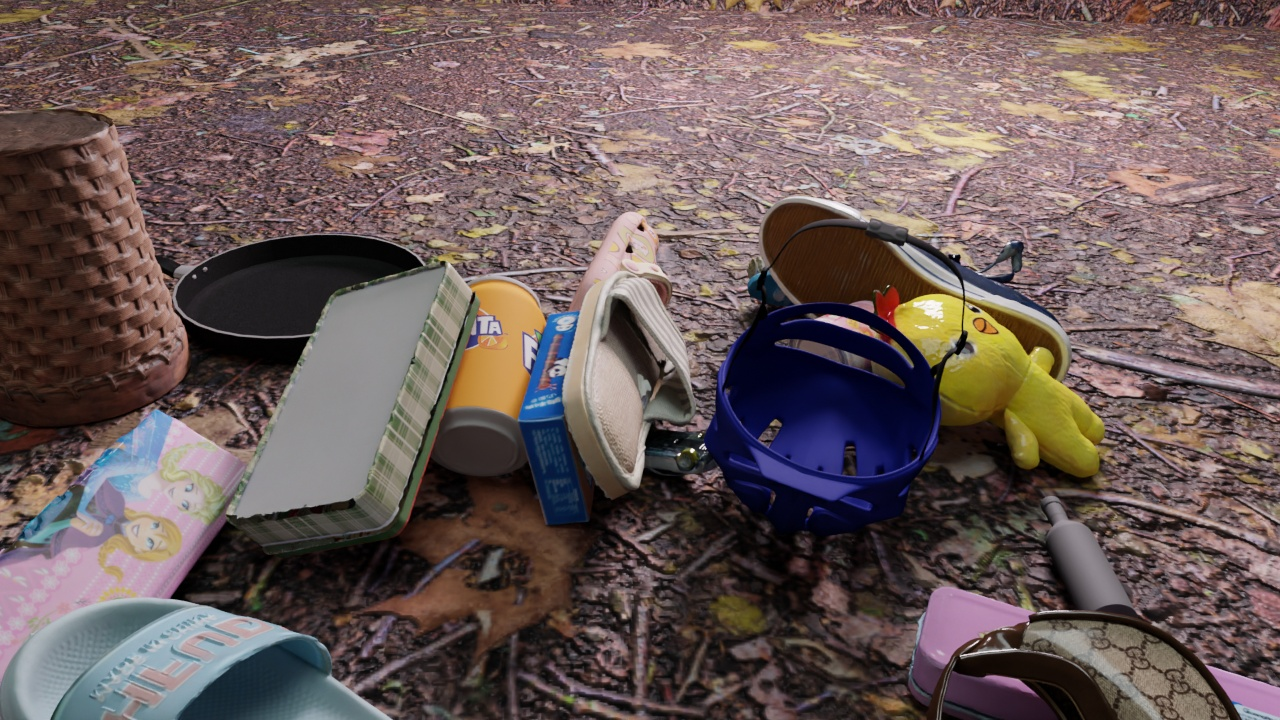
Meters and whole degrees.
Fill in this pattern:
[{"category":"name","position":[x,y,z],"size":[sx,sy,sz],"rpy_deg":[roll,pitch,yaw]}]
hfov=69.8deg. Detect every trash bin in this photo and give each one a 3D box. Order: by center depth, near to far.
[{"category":"trash bin","position":[-0.447,-0.076,0.703],"size":[0.151,0.210,0.151],"rpy_deg":[2,30,-1]}]

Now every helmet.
[{"category":"helmet","position":[0.131,0.001,0.599],"size":[0.148,0.228,0.240],"rpy_deg":[19,30,11]}]

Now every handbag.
[{"category":"handbag","position":[0.197,0.196,0.401],"size":[0.138,0.063,0.166],"rpy_deg":[-3,55,-4]}]

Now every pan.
[{"category":"pan","position":[-0.380,-0.073,0.877],"size":[0.356,0.034,0.224],"rpy_deg":[7,30,8]}]

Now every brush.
[{"category":"brush","position":[0.172,-0.070,0.901],"size":[0.136,0.055,0.075],"rpy_deg":[-1,52,-7]}]

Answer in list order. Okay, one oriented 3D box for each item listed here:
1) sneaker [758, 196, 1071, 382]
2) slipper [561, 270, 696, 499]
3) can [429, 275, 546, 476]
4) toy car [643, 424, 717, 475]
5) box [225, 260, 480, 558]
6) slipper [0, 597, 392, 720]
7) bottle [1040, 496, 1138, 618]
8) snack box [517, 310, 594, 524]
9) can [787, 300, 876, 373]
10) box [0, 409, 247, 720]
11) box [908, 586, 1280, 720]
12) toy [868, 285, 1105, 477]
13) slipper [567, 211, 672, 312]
[{"category":"sneaker","position":[0.252,-0.073,0.841],"size":[0.295,0.121,0.127],"rpy_deg":[29,28,16]},{"category":"slipper","position":[-0.004,0.004,0.668],"size":[0.054,0.114,0.272],"rpy_deg":[-27,16,19]},{"category":"can","position":[-0.112,0.010,0.677],"size":[0.079,0.079,0.142],"rpy_deg":[2,48,-1]},{"category":"toy car","position":[0.020,0.068,0.671],"size":[0.090,0.027,0.038],"rpy_deg":[3,24,34]},{"category":"box","position":[-0.183,0.028,0.610],"size":[0.118,0.050,0.205],"rpy_deg":[-12,46,21]},{"category":"slipper","position":[-0.177,0.169,0.420],"size":[0.245,0.074,0.103],"rpy_deg":[22,31,16]},{"category":"bottle","position":[0.281,0.127,0.590],"size":[0.030,0.030,0.112],"rpy_deg":[4,30,2]},{"category":"snack box","position":[-0.053,0.036,0.659],"size":[0.034,0.087,0.151],"rpy_deg":[-7,30,7]},{"category":"can","position":[0.174,-0.010,0.780],"size":[0.076,0.067,0.067],"rpy_deg":[-21,38,-34]},{"category":"box","position":[-0.320,0.130,0.530],"size":[0.084,0.077,0.229],"rpy_deg":[37,26,-15]},{"category":"box","position":[0.254,0.184,0.489],"size":[0.214,0.036,0.076],"rpy_deg":[14,29,19]},{"category":"toy","position":[0.264,0.017,0.713],"size":[0.208,0.092,0.133],"rpy_deg":[27,40,11]},{"category":"slipper","position":[-0.014,-0.064,0.854],"size":[0.081,0.093,0.196],"rpy_deg":[26,34,0]}]
